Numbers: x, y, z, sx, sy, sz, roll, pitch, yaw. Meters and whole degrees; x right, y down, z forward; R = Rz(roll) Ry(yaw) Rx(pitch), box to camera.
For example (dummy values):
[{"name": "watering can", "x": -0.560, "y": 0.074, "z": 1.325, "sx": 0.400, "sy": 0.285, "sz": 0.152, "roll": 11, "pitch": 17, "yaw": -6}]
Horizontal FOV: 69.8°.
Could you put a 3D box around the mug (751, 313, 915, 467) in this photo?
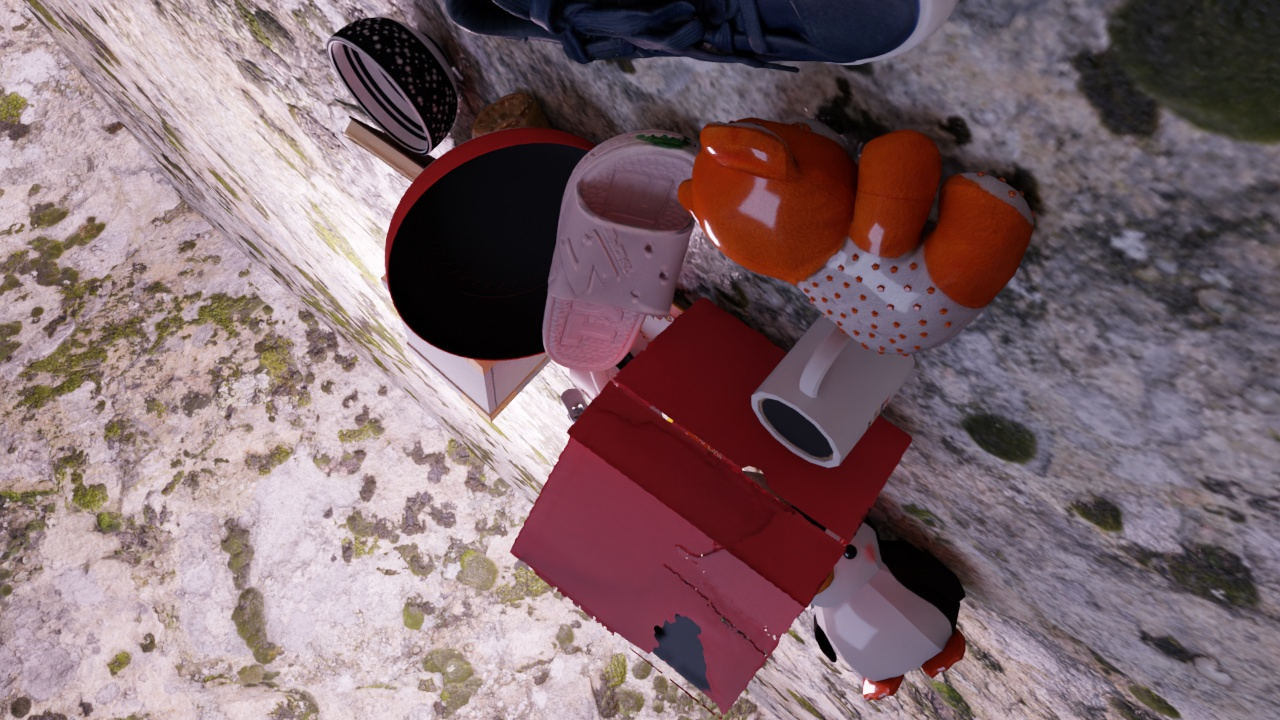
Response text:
[{"name": "mug", "x": 0.132, "y": 0.010, "z": 0.627, "sx": 0.073, "sy": 0.089, "sz": 0.105, "roll": 35, "pitch": 161, "yaw": 23}]

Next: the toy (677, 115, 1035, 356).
[{"name": "toy", "x": 0.106, "y": -0.075, "z": 0.504, "sx": 0.172, "sy": 0.092, "sz": 0.164, "roll": 30, "pitch": 165, "yaw": -1}]

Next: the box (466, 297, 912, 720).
[{"name": "box", "x": 0.039, "y": 0.113, "z": 0.688, "sx": 0.211, "sy": 0.317, "sz": 0.121, "roll": 35, "pitch": 163, "yaw": 13}]

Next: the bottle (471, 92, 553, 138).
[{"name": "bottle", "x": -0.076, "y": -0.141, "z": 0.770, "sx": 0.060, "sy": 0.059, "sz": 0.166, "roll": 24, "pitch": 156, "yaw": 45}]

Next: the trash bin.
[{"name": "trash bin", "x": -0.182, "y": -0.053, "z": 1.068, "sx": 0.142, "sy": 0.142, "sz": 0.247, "roll": 41, "pitch": 163, "yaw": 6}]

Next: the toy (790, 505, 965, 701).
[{"name": "toy", "x": 0.205, "y": 0.202, "z": 0.877, "sx": 0.184, "sy": 0.139, "sz": 0.159, "roll": 44, "pitch": 124, "yaw": -7}]

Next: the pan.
[{"name": "pan", "x": -0.060, "y": -0.052, "z": 0.774, "sx": 0.356, "sy": 0.209, "sz": 0.067, "roll": 45, "pitch": -167, "yaw": -48}]

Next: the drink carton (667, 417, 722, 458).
[{"name": "drink carton", "x": 0.060, "y": 0.091, "z": 1.055, "sx": 0.058, "sy": 0.040, "sz": 0.123, "roll": 44, "pitch": 163, "yaw": -5}]

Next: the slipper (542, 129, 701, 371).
[{"name": "slipper", "x": -0.021, "y": -0.060, "z": 0.669, "sx": 0.094, "sy": 0.064, "sz": 0.240, "roll": 11, "pitch": 139, "yaw": -12}]

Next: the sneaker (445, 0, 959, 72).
[{"name": "sneaker", "x": -0.001, "y": -0.174, "z": 0.431, "sx": 0.295, "sy": 0.127, "sz": 0.121, "roll": 23, "pitch": 156, "yaw": 42}]

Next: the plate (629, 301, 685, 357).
[{"name": "plate", "x": 0.043, "y": -0.003, "z": 0.901, "sx": 0.230, "sy": 0.021, "sz": 0.230, "roll": 38, "pitch": 162, "yaw": 14}]

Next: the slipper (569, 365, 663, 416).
[{"name": "slipper", "x": -0.038, "y": 0.020, "z": 0.984, "sx": 0.107, "sy": 0.056, "sz": 0.221, "roll": 44, "pitch": -172, "yaw": -37}]

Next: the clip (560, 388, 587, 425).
[{"name": "clip", "x": -0.040, "y": 0.115, "z": 0.979, "sx": 0.174, "sy": 0.030, "sz": 0.159, "roll": -132, "pitch": 24, "yaw": -65}]

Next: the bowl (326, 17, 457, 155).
[{"name": "bowl", "x": -0.200, "y": -0.244, "z": 0.785, "sx": 0.120, "sy": 0.066, "sz": 0.120, "roll": 38, "pitch": 162, "yaw": 14}]

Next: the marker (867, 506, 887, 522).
[{"name": "marker", "x": 0.184, "y": 0.124, "z": 0.908, "sx": 0.139, "sy": 0.016, "sz": 0.022, "roll": 27, "pitch": 151, "yaw": 37}]

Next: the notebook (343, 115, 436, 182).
[{"name": "notebook", "x": -0.156, "y": -0.149, "z": 0.872, "sx": 0.225, "sy": 0.024, "sz": 0.167, "roll": 35, "pitch": -171, "yaw": 22}]

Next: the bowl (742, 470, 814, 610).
[{"name": "bowl", "x": 0.148, "y": 0.179, "z": 1.001, "sx": 0.178, "sy": 0.081, "sz": 0.178, "roll": 46, "pitch": 170, "yaw": 10}]
